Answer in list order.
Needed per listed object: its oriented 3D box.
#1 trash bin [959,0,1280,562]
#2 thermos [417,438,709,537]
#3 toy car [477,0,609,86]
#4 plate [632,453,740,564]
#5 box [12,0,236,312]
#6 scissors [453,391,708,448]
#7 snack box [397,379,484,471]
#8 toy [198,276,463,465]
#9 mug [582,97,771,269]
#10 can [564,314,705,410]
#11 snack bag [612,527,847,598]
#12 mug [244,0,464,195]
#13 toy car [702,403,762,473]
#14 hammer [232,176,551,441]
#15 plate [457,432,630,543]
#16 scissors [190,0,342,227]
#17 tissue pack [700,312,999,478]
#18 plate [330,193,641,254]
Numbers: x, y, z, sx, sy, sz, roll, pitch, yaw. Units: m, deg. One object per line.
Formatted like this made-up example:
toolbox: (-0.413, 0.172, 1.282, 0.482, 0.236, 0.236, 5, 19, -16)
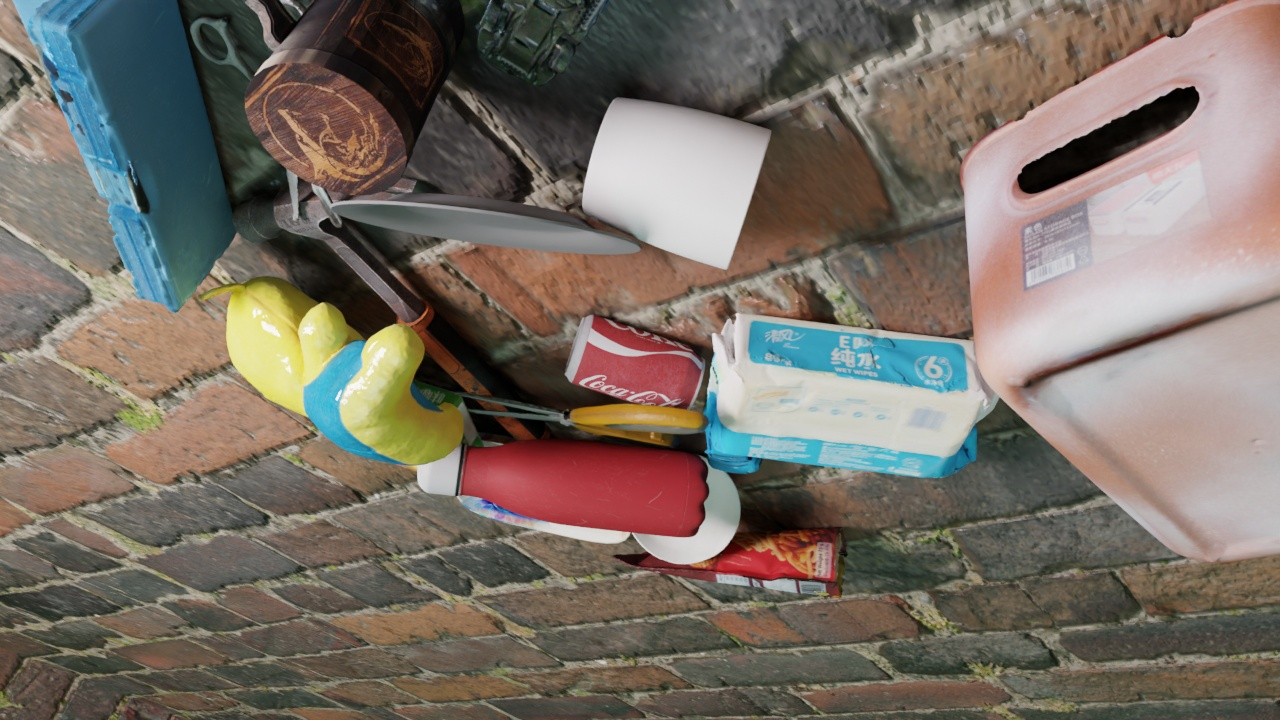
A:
trash bin: (0.307, -0.018, 0.477, 0.259, 0.157, 0.182, 35, 139, -28)
thermos: (-0.065, 0.101, 0.769, 0.240, 0.073, 0.073, 8, 145, -9)
toy car: (-0.040, -0.189, 0.448, 0.056, 0.043, 0.120, 27, 143, -19)
plate: (0.039, 0.132, 0.838, 0.104, 0.026, 0.104, 1, 98, 6)
box: (-0.337, -0.144, 0.565, 0.112, 0.094, 0.232, 16, 145, 0)
scissors: (-0.031, 0.046, 0.710, 0.225, 0.016, 0.230, 15, 167, -36)
snack box: (-0.219, 0.056, 0.822, 0.168, 0.027, 0.132, 15, 146, 19)
toy: (-0.232, 0.007, 0.678, 0.214, 0.083, 0.149, 25, 152, 28)
mug: (0.019, -0.101, 0.533, 0.087, 0.081, 0.114, 18, 175, 2)
can: (-0.004, 0.004, 0.690, 0.096, 0.053, 0.054, 18, 144, -7)
snack bag: (0.091, 0.198, 0.889, 0.208, 0.066, 0.138, -3, 177, 18)
mug: (-0.154, -0.162, 0.466, 0.080, 0.107, 0.115, -22, 132, 39)
toy car: (0.077, 0.069, 0.771, 0.048, 0.032, 0.105, 4, 145, 11)
hammer: (-0.153, -0.025, 0.715, 0.138, 0.034, 0.314, -9, 139, 28)
plate: (-0.096, 0.126, 0.907, 0.187, 0.016, 0.187, 12, 147, 4)
scissors: (-0.206, -0.152, 0.550, 0.147, 0.014, 0.141, -24, 115, 35)
tissue pack: (0.152, 0.030, 0.666, 0.209, 0.065, 0.117, 8, 143, 5)
plate: (-0.088, -0.081, 0.537, 0.178, 0.012, 0.178, 7, -179, 0)
